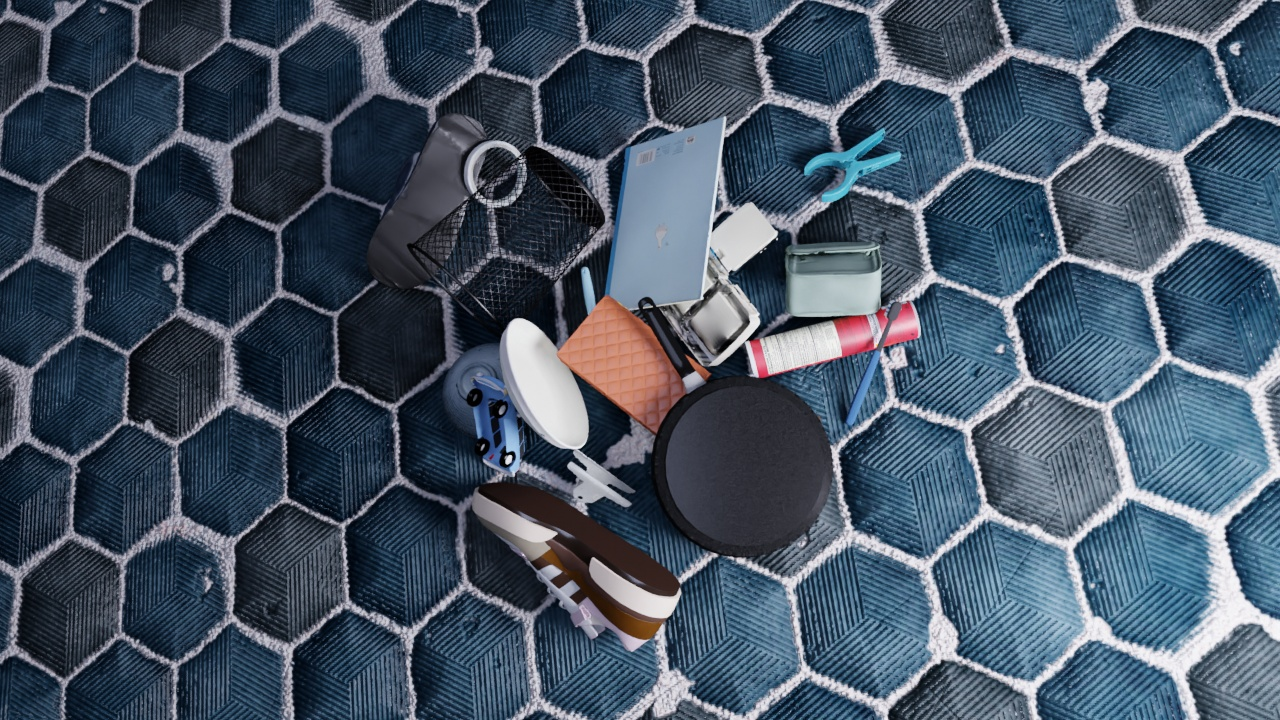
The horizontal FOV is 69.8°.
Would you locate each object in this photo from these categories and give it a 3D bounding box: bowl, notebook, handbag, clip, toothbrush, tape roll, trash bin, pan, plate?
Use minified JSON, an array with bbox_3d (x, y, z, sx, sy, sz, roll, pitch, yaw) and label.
[{"bbox_3d":[-0.212,0.035,1.238,0.137,0.057,0.137,-3,75,10],"label":"bowl"},{"bbox_3d":[0.029,-0.191,1.231,0.181,0.009,0.253,-5,72,44],"label":"notebook"},{"bbox_3d":[-0.007,0.007,1.201,0.172,0.060,0.108,38,84,8],"label":"handbag"},{"bbox_3d":[-0.063,0.165,1.173,0.102,0.052,0.060,38,113,-18],"label":"clip"},{"bbox_3d":[0.290,0.004,1.147,0.014,0.014,0.168,14,106,-18],"label":"toothbrush"},{"bbox_3d":[-0.206,-0.265,1.303,0.013,0.093,0.093,24,78,51],"label":"tape roll"},{"bbox_3d":[-0.169,-0.162,1.226,0.184,0.184,0.210,39,79,17],"label":"trash bin"},{"bbox_3d":[0.093,0.073,1.134,0.225,0.034,0.356,-30,85,-5],"label":"pan"},{"bbox_3d":[0.276,-0.279,1.253,0.130,0.030,0.120,-44,68,-3],"label":"clip"},{"bbox_3d":[-0.065,-0.057,1.258,0.022,0.016,0.155,-15,73,16],"label":"toothbrush"},{"bbox_3d":[0.245,-0.112,1.177,0.122,0.067,0.106,-1,35,11],"label":"handbag"},{"bbox_3d":[-0.129,0.035,1.164,0.034,0.182,0.182,-27,72,16],"label":"plate"}]

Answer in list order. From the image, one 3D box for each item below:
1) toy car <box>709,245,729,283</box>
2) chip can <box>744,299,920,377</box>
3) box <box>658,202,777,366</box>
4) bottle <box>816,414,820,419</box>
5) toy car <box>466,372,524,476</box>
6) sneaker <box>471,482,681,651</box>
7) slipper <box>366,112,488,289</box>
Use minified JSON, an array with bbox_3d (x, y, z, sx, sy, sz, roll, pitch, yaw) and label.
[{"bbox_3d":[0.090,-0.117,1.235,0.048,0.032,0.105,-32,79,28],"label":"toy car"},{"bbox_3d":[0.245,-0.026,1.176,0.215,0.052,0.051,-15,73,6],"label":"chip can"},{"bbox_3d":[0.112,-0.098,1.183,0.185,0.044,0.143,-44,68,27],"label":"box"},{"bbox_3d":[0.177,0.087,1.172,0.106,0.025,0.025,-7,74,8],"label":"bottle"},{"bbox_3d":[-0.183,0.080,1.186,0.056,0.154,0.054,21,42,27],"label":"toy car"},{"bbox_3d":[-0.096,0.260,1.147,0.294,0.111,0.116,27,101,15],"label":"sneaker"},{"bbox_3d":[-0.306,-0.228,1.321,0.109,0.083,0.265,24,94,-25],"label":"slipper"}]
